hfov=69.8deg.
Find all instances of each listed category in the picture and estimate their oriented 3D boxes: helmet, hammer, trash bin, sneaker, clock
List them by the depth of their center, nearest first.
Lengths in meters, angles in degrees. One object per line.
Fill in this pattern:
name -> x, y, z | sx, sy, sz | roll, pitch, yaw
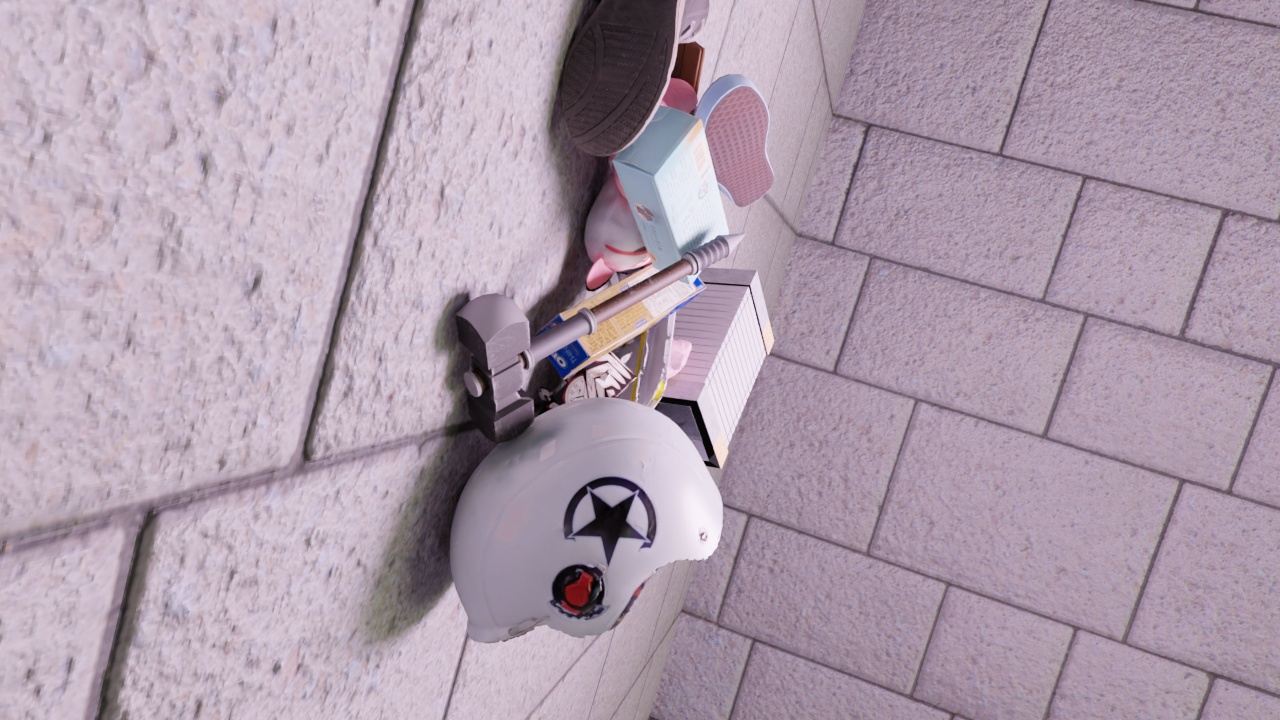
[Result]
sneaker -> 0.001, -0.285, 0.828 | 0.120, 0.095, 0.234 | 33, 68, -77
hammer -> -0.019, -0.052, 0.834 | 0.321, 0.043, 0.156 | -31, 146, -28
helmet -> -0.070, 0.131, 0.845 | 0.164, 0.264, 0.236 | 63, -6, -10
sneaker -> 0.081, -0.246, 0.971 | 0.083, 0.098, 0.241 | -36, 163, 4
clock -> -0.076, 0.047, 0.997 | 0.155, 0.065, 0.114 | -46, 178, 22
trash bin -> 0.074, 0.003, 1.300 | 0.246, 0.143, 0.142 | -62, 146, -35

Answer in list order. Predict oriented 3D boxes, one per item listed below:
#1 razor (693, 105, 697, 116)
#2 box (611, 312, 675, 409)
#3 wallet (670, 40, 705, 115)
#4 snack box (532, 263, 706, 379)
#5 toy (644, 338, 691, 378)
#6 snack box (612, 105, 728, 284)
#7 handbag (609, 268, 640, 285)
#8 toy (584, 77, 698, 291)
razor -> 0.051, -0.321, 1.094 | 0.052, 0.047, 0.143 | -34, 144, -31
box -> -0.004, 0.008, 1.096 | 0.130, 0.038, 0.209 | -41, -159, 30
wallet -> 0.045, -0.312, 1.005 | 0.121, 0.013, 0.088 | -113, -152, -57
snack box -> -0.017, -0.051, 0.960 | 0.206, 0.056, 0.057 | -33, 176, -45
toy -> 0.024, -0.002, 1.179 | 0.050, 0.093, 0.102 | 56, 39, -32
snack box -> 0.033, -0.154, 0.878 | 0.074, 0.053, 0.175 | -54, 151, -17
handbag -> 0.019, -0.164, 1.148 | 0.222, 0.095, 0.216 | -72, 178, -78
toy -> -0.005, -0.181, 0.948 | 0.141, 0.084, 0.213 | -48, 151, -58
